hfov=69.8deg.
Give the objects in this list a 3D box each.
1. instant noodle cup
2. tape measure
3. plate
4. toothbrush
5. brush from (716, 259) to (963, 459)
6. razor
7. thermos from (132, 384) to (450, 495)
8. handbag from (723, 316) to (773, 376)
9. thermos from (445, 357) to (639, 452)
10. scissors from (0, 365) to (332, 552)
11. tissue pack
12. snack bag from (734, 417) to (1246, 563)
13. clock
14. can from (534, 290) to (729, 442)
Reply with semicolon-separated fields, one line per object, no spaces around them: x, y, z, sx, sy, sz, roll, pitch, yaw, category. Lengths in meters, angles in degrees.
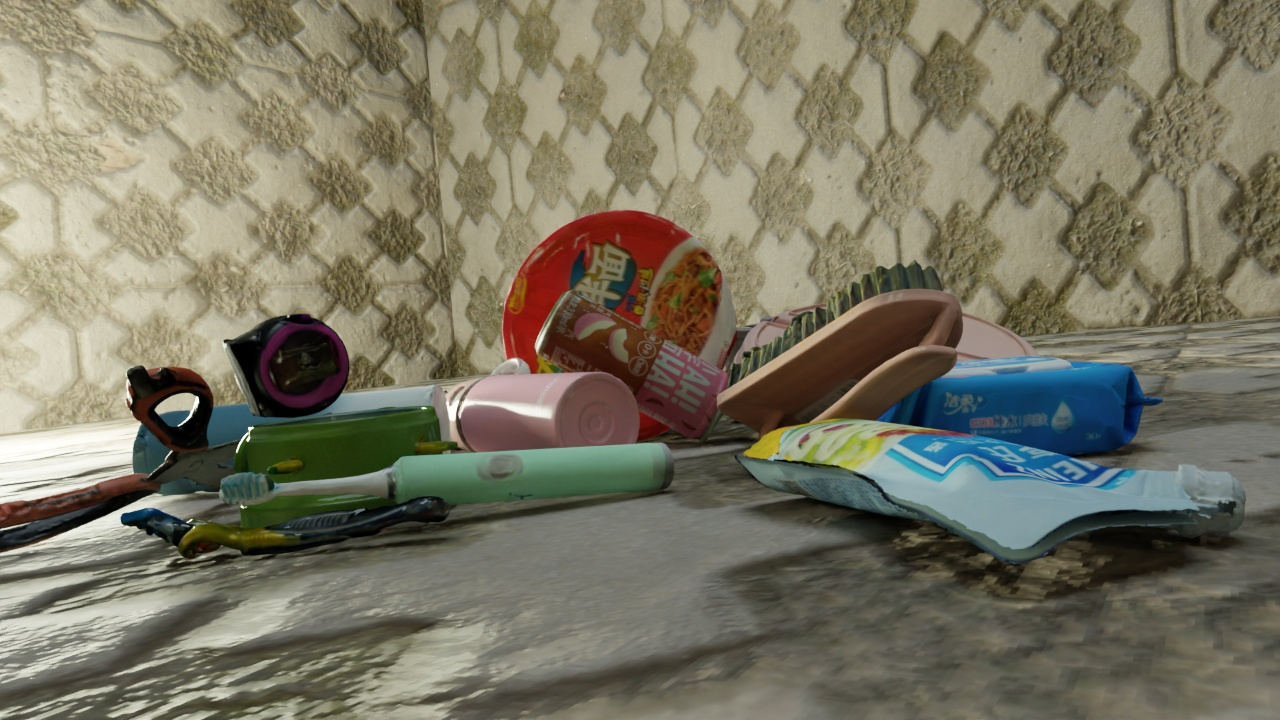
-0.015;-0.025;0.773;0.194;0.193;0.066;-5;-7;11;instant noodle cup
-0.190;0.003;0.502;0.039;0.057;0.057;0;21;45;tape measure
0.185;-0.003;0.689;0.229;0.028;0.229;-1;22;0;plate
-0.089;0.059;0.461;0.224;0.026;0.027;-1;-35;-21;toothbrush
0.109;0.007;0.489;0.063;0.072;0.146;29;-42;-23;brush
-0.158;0.078;0.422;0.143;0.022;0.043;-5;-21;0;razor
-0.251;0.059;0.665;0.220;0.070;0.070;-6;2;0;thermos
0.157;0.004;0.899;0.145;0.098;0.197;1;3;8;handbag
-0.077;0.034;0.667;0.067;0.087;0.199;43;-23;-25;thermos
-0.278;0.061;0.532;0.188;0.015;0.223;-33;-16;-16;scissors
0.197;0.027;0.523;0.157;0.052;0.095;-5;1;0;tissue pack
0.123;0.047;0.362;0.110;0.039;0.191;6;-2;-21;snack bag
-0.170;0.059;0.528;0.116;0.056;0.161;-5;1;-26;clock
-0.004;0.004;0.695;0.147;0.058;0.058;28;2;0;can
